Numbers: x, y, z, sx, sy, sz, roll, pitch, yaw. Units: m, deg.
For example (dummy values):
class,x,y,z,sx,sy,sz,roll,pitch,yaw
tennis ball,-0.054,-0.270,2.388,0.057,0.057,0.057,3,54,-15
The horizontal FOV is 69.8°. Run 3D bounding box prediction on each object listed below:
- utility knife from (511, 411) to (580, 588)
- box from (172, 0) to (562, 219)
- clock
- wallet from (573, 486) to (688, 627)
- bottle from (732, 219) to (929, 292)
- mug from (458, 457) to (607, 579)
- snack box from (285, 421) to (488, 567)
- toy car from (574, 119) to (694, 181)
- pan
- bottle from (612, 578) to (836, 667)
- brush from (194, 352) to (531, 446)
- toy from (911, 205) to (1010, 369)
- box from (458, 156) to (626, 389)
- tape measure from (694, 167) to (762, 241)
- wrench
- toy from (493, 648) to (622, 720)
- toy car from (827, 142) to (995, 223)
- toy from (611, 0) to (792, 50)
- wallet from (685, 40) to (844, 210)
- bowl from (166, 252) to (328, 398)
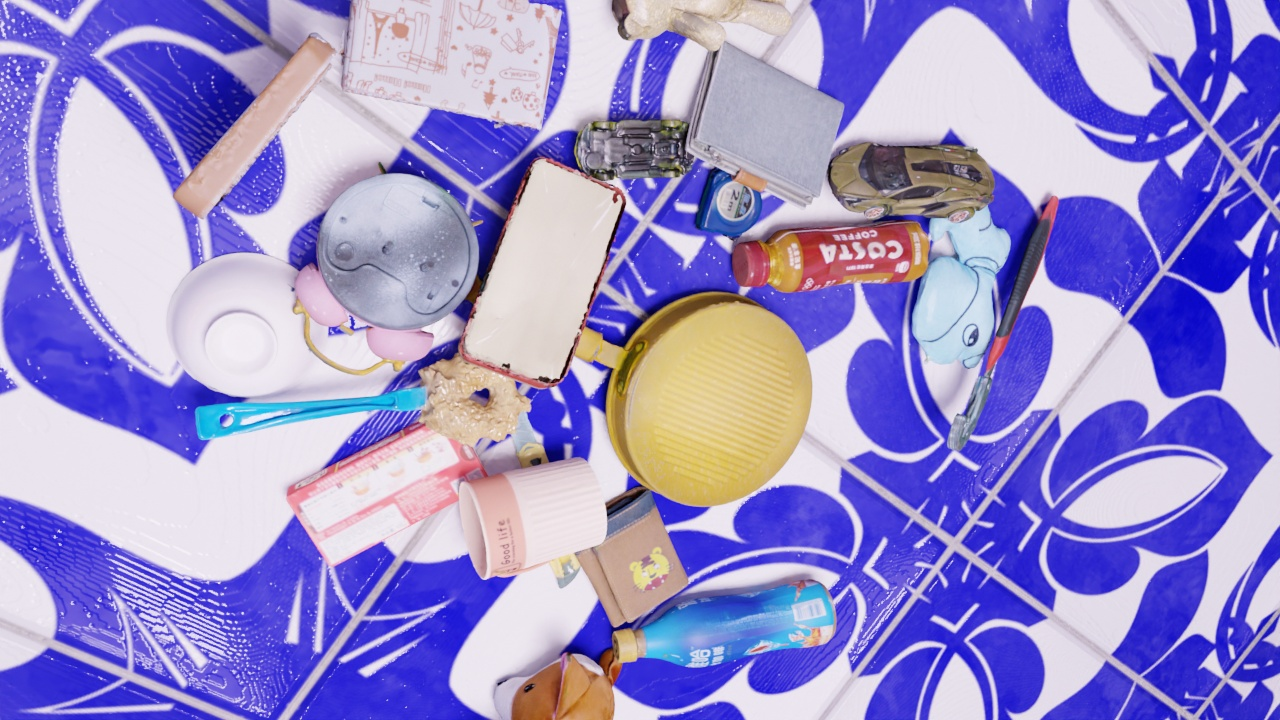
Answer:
class,x,y,z,sx,sy,sz,roll,pitch,yaw
utility knife,-0.090,0.118,0.832,0.031,0.021,0.205,-23,107,-20
box,-0.189,-0.187,0.622,0.270,0.179,0.134,-23,111,-11
clock,-0.195,-0.064,0.703,0.117,0.060,0.158,30,80,-16
wallet,-0.011,0.186,0.863,0.090,0.033,0.115,-29,115,-15
bottle,0.170,-0.093,0.826,0.174,0.057,0.057,-6,107,-15
mug,-0.094,0.142,0.787,0.105,0.081,0.115,-12,135,-23
snack box,-0.213,0.107,0.781,0.152,0.025,0.075,-28,111,-8
toy car,-0.005,-0.175,0.760,0.105,0.032,0.048,-7,107,-21
pan,-0.005,0.005,0.807,0.357,0.078,0.198,24,93,-28
bottle,0.081,0.262,0.896,0.218,0.065,0.065,-6,107,-15
brush,-0.213,0.036,0.728,0.254,0.046,0.083,-5,91,-19
toy,0.305,-0.068,0.879,0.156,0.050,0.161,-47,118,-10
box,-0.078,-0.068,0.716,0.091,0.076,0.168,21,80,-11
tape measure,0.078,-0.136,0.803,0.054,0.025,0.058,12,103,-22
wrench,0.353,-0.036,0.886,0.273,0.016,0.056,-64,150,-9
toy,-0.092,0.354,0.851,0.130,0.140,0.199,33,93,19
toy car,0.243,-0.162,0.822,0.158,0.042,0.070,-3,66,-14
toy,0.050,-0.285,0.737,0.157,0.066,0.105,-6,75,-20
wallet,0.104,-0.197,0.782,0.129,0.037,0.106,19,82,-23
bowl,-0.300,-0.019,0.697,0.118,0.065,0.118,-4,106,-16
